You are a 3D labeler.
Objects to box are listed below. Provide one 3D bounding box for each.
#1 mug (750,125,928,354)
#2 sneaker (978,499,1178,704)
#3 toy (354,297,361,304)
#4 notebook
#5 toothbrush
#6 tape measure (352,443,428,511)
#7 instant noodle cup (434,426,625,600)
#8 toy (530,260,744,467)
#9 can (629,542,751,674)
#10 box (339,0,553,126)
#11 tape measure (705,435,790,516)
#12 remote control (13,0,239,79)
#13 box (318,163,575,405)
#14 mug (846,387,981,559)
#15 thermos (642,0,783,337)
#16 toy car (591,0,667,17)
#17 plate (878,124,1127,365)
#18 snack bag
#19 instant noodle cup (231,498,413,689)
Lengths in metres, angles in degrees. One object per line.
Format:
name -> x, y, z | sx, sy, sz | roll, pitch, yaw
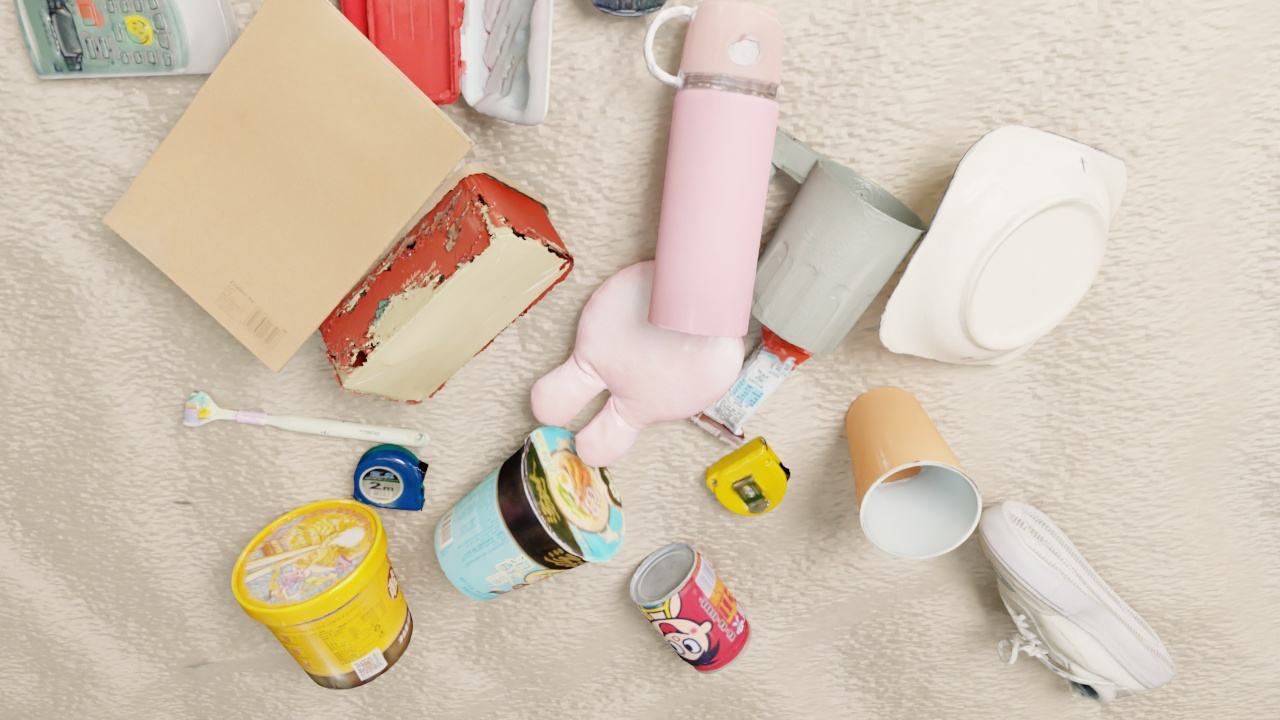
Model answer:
mug -> 0.109, -0.080, 0.611 | 0.124, 0.083, 0.104 | 38, 116, 14
sneaker -> 0.326, 0.201, 0.735 | 0.091, 0.089, 0.242 | -39, 115, 24
toy -> -0.225, -0.104, 0.620 | 0.161, 0.049, 0.156 | 12, 108, -12
notebook -> -0.227, -0.112, 0.582 | 0.149, 0.012, 0.212 | 44, 106, -6
toothbrush -> -0.260, 0.050, 0.719 | 0.189, 0.029, 0.020 | 8, 159, -3
tape measure -> -0.200, 0.093, 0.734 | 0.058, 0.025, 0.055 | 7, 115, -5
instant noodle cup -> -0.091, 0.127, 0.708 | 0.121, 0.111, 0.111 | -34, 111, 26
toy -> -0.004, 0.004, 0.662 | 0.160, 0.054, 0.121 | -40, 105, 14
can -> 0.043, 0.205, 0.756 | 0.067, 0.066, 0.094 | -30, 112, 16
box -> -0.111, -0.248, 0.537 | 0.160, 0.064, 0.201 | 14, 118, 19
tape measure -> 0.086, 0.096, 0.720 | 0.060, 0.028, 0.057 | -32, 112, 17
remote control -> -0.327, -0.212, 0.589 | 0.135, 0.019, 0.056 | 0, 116, 3
box -> -0.130, -0.040, 0.614 | 0.169, 0.077, 0.091 | -40, 152, 19
mug -> 0.185, 0.072, 0.651 | 0.078, 0.122, 0.078 | 1, 117, 3
thermos -> 0.038, -0.117, 0.570 | 0.087, 0.067, 0.199 | 4, 103, -9
toy car -> -0.006, -0.266, 0.539 | 0.054, 0.036, 0.121 | 1, 107, 3
plate -> 0.245, -0.062, 0.593 | 0.164, 0.034, 0.164 | 5, 121, -30
snack bag -> 0.083, 0.017, 0.681 | 0.048, 0.026, 0.104 | 31, 115, -6
instant noodle cup -> -0.247, 0.193, 0.740 | 0.118, 0.118, 0.114 | -10, 123, 7
